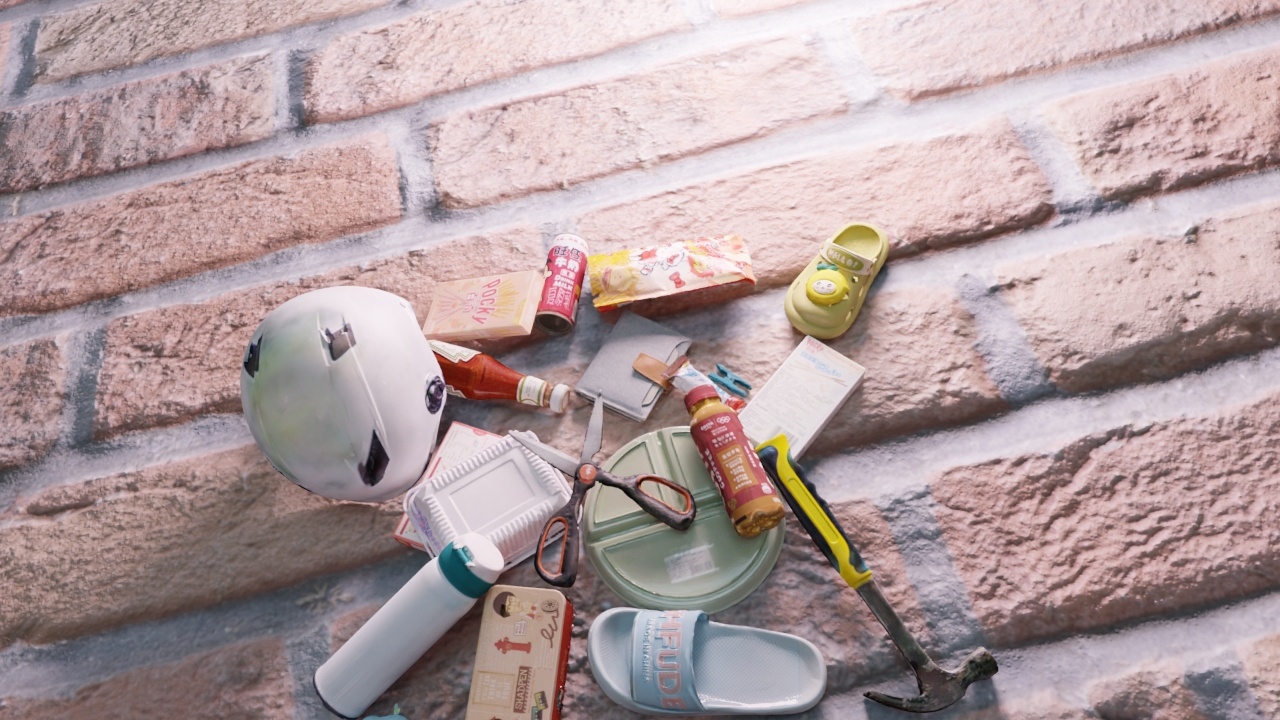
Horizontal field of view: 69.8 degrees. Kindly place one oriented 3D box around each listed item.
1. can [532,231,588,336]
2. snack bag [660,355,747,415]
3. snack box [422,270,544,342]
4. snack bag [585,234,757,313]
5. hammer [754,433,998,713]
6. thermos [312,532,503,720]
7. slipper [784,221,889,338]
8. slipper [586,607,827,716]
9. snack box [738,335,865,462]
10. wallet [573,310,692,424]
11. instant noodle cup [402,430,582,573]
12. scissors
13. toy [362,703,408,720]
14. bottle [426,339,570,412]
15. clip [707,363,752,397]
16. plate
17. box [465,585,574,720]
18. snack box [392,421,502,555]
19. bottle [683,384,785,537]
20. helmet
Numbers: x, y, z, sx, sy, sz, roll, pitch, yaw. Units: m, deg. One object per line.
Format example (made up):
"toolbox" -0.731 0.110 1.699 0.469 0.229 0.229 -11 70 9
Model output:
"can" -0.102 -0.101 1.197 0.053 0.053 0.132 4 60 10
"snack bag" 0.077 0.036 1.100 0.104 0.026 0.048 41 60 9
"snack box" -0.203 -0.068 1.178 0.157 0.026 0.084 -5 58 28
"snack bag" 0.038 -0.114 1.175 0.208 0.073 0.128 -11 32 1
"hammer" 0.220 0.217 0.965 0.126 0.032 0.323 -30 66 -10
"thermos" -0.234 0.269 0.944 0.224 0.073 0.073 -44 62 6
"slipper" 0.247 -0.116 1.147 0.092 0.082 0.190 26 63 23
"slipper" 0.064 0.304 0.923 0.245 0.074 0.103 4 61 8
"snack box" 0.187 0.049 1.086 0.085 0.027 0.156 34 69 24
"wallet" -0.007 0.007 1.131 0.106 0.037 0.129 23 65 20
"instant noodle cup" -0.164 0.159 1.024 0.173 0.060 0.138 -30 71 -17
"scissors" -0.046 0.138 1.003 0.221 0.022 0.229 11 65 -3
"toy" -0.277 0.422 0.911 0.161 0.050 0.156 -3 66 15
"bottle" -0.188 0.023 1.133 0.206 0.060 0.059 15 62 11
"clip" 0.109 0.025 1.118 0.057 0.014 0.046 30 66 24
"plate" 0.047 0.173 1.031 0.230 0.027 0.229 -4 59 6
"box" -0.123 0.323 0.943 0.091 0.078 0.168 3 66 8
"snack box" -0.218 0.152 1.077 0.077 0.027 0.155 16 63 16
"bottle" 0.098 0.106 1.013 0.057 0.057 0.174 -21 59 -6
"helmet" -0.349 0.041 1.032 0.229 0.145 0.258 -9 88 13
